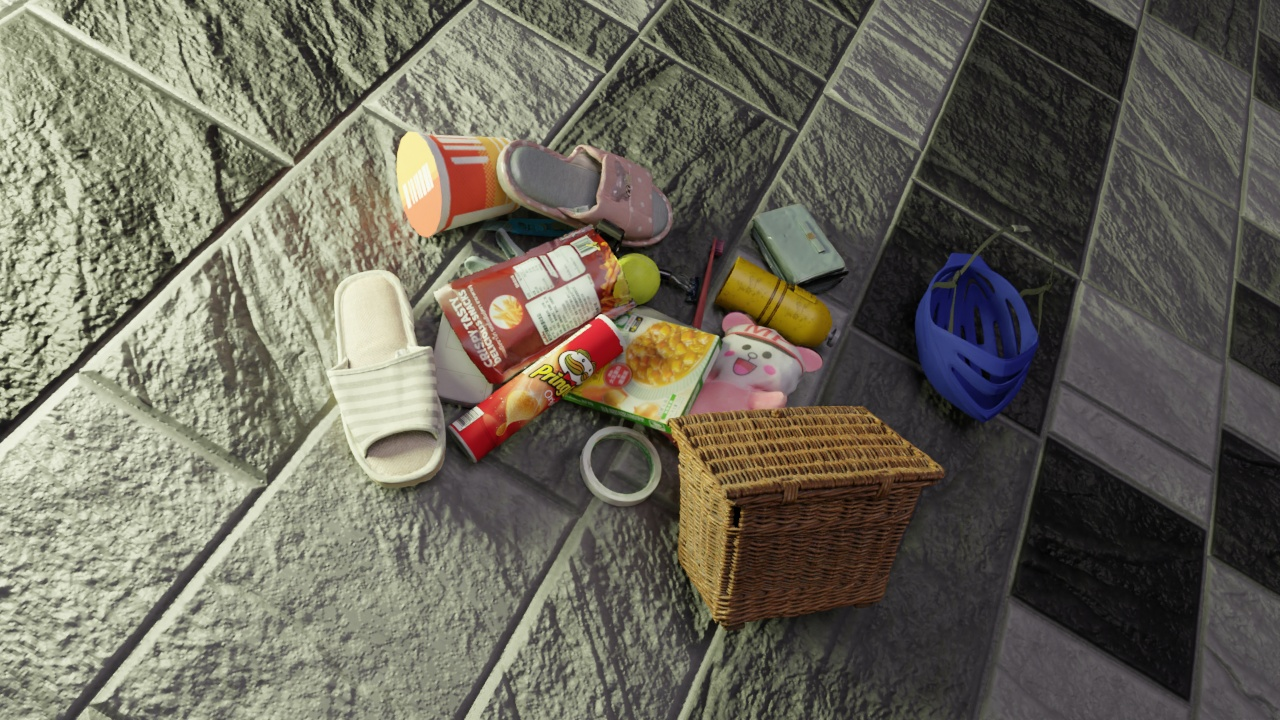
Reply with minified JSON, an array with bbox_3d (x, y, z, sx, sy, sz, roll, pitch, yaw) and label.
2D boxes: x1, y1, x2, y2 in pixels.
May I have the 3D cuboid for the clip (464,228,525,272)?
[{"bbox_3d":[-0.142,-0.084,1.128,0.163,0.028,0.114,37,55,5],"label":"clip"}]

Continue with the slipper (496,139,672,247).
[{"bbox_3d":[-0.056,-0.215,1.165,0.274,0.055,0.114,9,72,-39],"label":"slipper"}]

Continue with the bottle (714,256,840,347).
[{"bbox_3d":[0.185,-0.068,1.205,0.164,0.071,0.070,28,56,-2],"label":"bottle"}]

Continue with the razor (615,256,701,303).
[{"bbox_3d":[0.012,-0.116,1.203,0.144,0.022,0.042,18,56,-8],"label":"razor"}]

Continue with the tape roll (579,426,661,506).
[{"bbox_3d":[-0.023,0.121,1.057,0.093,0.018,0.093,8,58,-14],"label":"tape roll"}]

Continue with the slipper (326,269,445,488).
[{"bbox_3d":[-0.280,0.010,1.003,0.114,0.054,0.272,-18,63,-7],"label":"slipper"}]

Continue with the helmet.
[{"bbox_3d":[0.457,-0.059,1.200,0.147,0.228,0.241,4,58,-6],"label":"helmet"}]

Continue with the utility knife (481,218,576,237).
[{"bbox_3d":[-0.116,-0.172,1.197,0.185,0.015,0.031,-1,57,-18],"label":"utility knife"}]

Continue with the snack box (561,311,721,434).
[{"bbox_3d":[-0.006,0.006,1.075,0.168,0.027,0.131,16,60,22],"label":"snack box"}]

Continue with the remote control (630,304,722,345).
[{"bbox_3d":[0.040,-0.038,1.135,0.137,0.013,0.033,24,53,34],"label":"remote control"}]

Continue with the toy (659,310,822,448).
[{"bbox_3d":[0.118,0.031,1.112,0.142,0.084,0.212,22,55,26],"label":"toy"}]

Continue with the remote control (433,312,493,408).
[{"bbox_3d":[-0.202,-0.015,1.073,0.074,0.019,0.150,13,57,-12],"label":"remote control"}]

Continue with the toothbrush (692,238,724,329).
[{"bbox_3d":[0.088,-0.090,1.210,0.016,0.016,0.189,12,55,6],"label":"toothbrush"}]

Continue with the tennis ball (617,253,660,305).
[{"bbox_3d":[-0.008,-0.103,1.162,0.065,0.065,0.065,8,59,-14],"label":"tennis ball"}]

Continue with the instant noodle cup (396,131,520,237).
[{"bbox_3d":[-0.218,-0.223,1.134,0.120,0.124,0.123,-15,67,-34],"label":"instant noodle cup"}]

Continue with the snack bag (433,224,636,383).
[{"bbox_3d":[-0.120,-0.071,1.076,0.207,0.067,0.139,-27,78,-17],"label":"snack bag"}]

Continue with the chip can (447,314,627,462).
[{"bbox_3d":[-0.113,0.030,1.026,0.214,0.052,0.052,-37,78,-17],"label":"chip can"}]

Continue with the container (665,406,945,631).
[{"bbox_3d":[0.157,0.166,0.979,0.249,0.183,0.162,-2,24,-19],"label":"container"}]

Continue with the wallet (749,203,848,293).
[{"bbox_3d":[0.222,-0.157,1.285,0.100,0.054,0.131,-17,63,-27],"label":"wallet"}]

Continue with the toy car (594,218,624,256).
[{"bbox_3d":[-0.049,-0.139,1.154,0.040,0.093,0.037,30,46,-1],"label":"toy car"}]
